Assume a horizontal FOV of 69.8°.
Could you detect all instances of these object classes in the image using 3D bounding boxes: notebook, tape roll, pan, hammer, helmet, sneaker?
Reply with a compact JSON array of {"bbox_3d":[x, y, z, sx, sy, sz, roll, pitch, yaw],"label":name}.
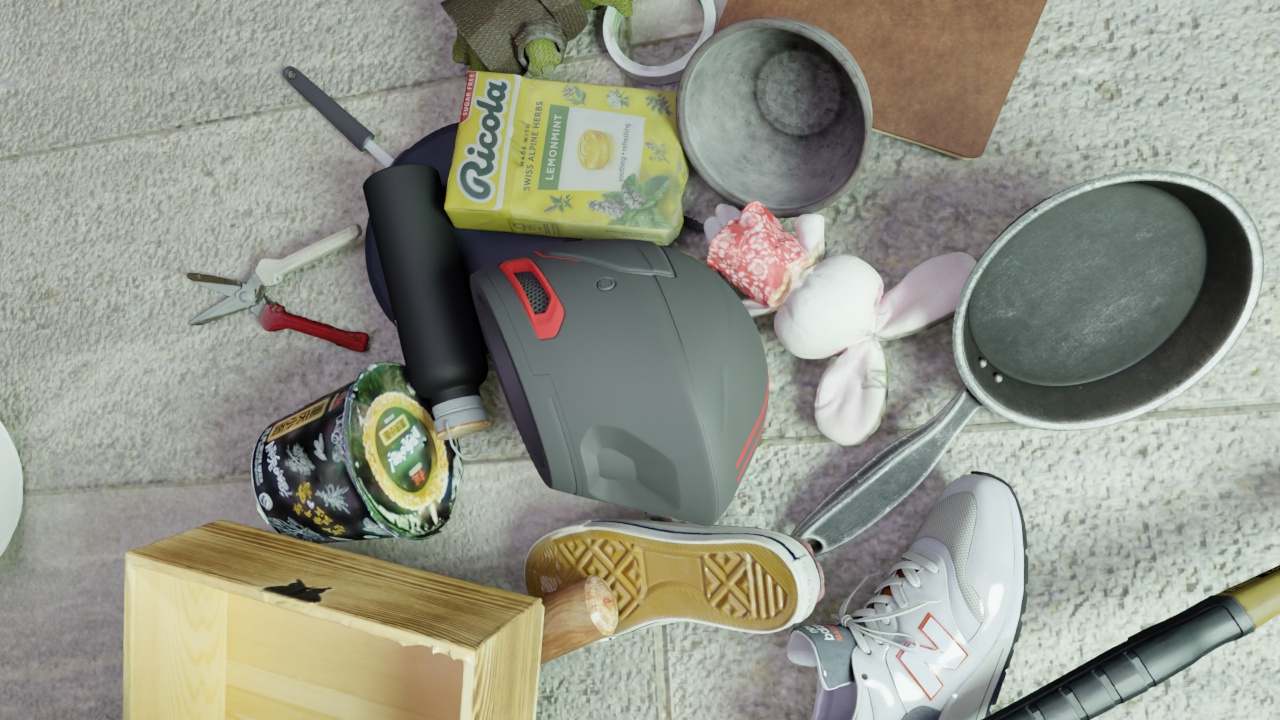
[{"bbox_3d":[0.180,-0.262,0.702,0.225,0.024,0.167,23,90,16],"label":"notebook"},{"bbox_3d":[0.016,-0.272,0.749,0.094,0.018,0.093,-2,81,15],"label":"tape roll"},{"bbox_3d":[0.233,0.019,0.614,0.187,0.055,0.358,38,115,-23],"label":"pan"},{"bbox_3d":[0.320,0.159,0.533,0.333,0.118,0.025,-29,75,0],"label":"hammer"},{"bbox_3d":[-0.146,0.215,0.676,0.301,0.037,0.158,-25,77,24],"label":"hammer"},{"bbox_3d":[-0.004,0.004,0.633,0.169,0.164,0.264,-19,42,-13],"label":"helmet"},{"bbox_3d":[-0.199,-0.153,0.782,0.356,0.021,0.199,42,98,18],"label":"pan"},{"bbox_3d":[0.161,0.182,0.590,0.124,0.089,0.239,13,88,-15],"label":"sneaker"},{"bbox_3d":[0.024,0.149,0.655,0.242,0.087,0.118,-8,92,35],"label":"sneaker"}]

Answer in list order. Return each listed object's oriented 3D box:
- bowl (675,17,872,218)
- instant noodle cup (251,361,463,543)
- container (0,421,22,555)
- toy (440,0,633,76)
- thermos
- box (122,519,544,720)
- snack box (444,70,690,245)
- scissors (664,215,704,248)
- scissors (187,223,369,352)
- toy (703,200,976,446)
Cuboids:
[{"bbox_3d":[0.105,-0.184,0.670,0.145,0.066,0.145,17,132,20],"label":"bowl"},{"bbox_3d":[-0.221,0.081,0.709,0.112,0.137,0.137,-17,78,22],"label":"instant noodle cup"},{"bbox_3d":[-0.684,0.120,0.787,0.187,0.189,0.189,-9,80,12],"label":"container"},{"bbox_3d":[-0.091,-0.289,0.747,0.153,0.078,0.179,-38,59,7],"label":"toy"},{"bbox_3d":[-0.159,-0.034,0.712,0.061,0.061,0.231,-18,80,11],"label":"thermos"},{"bbox_3d":[-0.244,0.282,0.558,0.279,0.263,0.269,8,101,18],"label":"box"},{"bbox_3d":[-0.052,-0.156,0.708,0.181,0.045,0.121,7,76,4],"label":"snack box"},{"bbox_3d":[-0.013,-0.133,0.740,0.169,0.012,0.157,-6,81,14],"label":"scissors"},{"bbox_3d":[-0.308,-0.060,0.800,0.195,0.015,0.179,41,105,12],"label":"scissors"},{"bbox_3d":[0.121,-0.047,0.657,0.194,0.084,0.159,36,104,18],"label":"toy"}]
